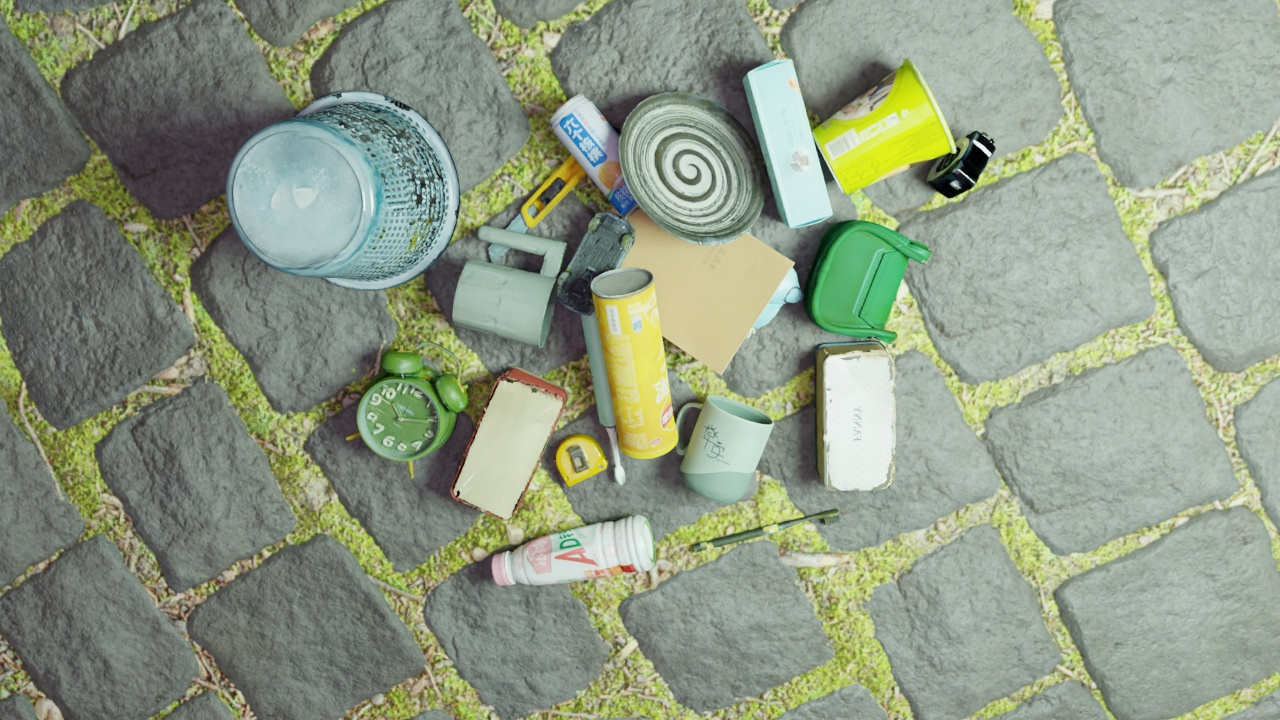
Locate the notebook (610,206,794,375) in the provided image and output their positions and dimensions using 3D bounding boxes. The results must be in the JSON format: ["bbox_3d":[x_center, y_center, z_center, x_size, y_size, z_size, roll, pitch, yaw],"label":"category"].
[{"bbox_3d":[0.044,-0.103,1.031,0.211,0.012,0.150,35,103,12],"label":"notebook"}]

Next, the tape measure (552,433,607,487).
[{"bbox_3d":[-0.074,0.119,1.111,0.060,0.029,0.057,-26,100,8],"label":"tape measure"}]

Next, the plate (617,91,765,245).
[{"bbox_3d":[0.055,-0.205,0.995,0.179,0.024,0.179,7,71,-22],"label":"plate"}]

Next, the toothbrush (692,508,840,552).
[{"bbox_3d":[0.155,0.213,1.131,0.186,0.012,0.017,-15,113,6],"label":"toothbrush"}]

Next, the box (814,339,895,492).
[{"bbox_3d":[0.249,0.059,1.069,0.090,0.061,0.184,-1,101,2],"label":"box"}]

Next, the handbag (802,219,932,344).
[{"bbox_3d":[0.250,-0.088,1.029,0.120,0.068,0.131,16,103,-2],"label":"handbag"}]

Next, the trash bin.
[{"bbox_3d":[-0.324,-0.173,0.970,0.226,0.195,0.227,1,103,3],"label":"trash bin"}]

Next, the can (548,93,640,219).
[{"bbox_3d":[-0.039,-0.222,1.001,0.053,0.053,0.134,-39,93,10],"label":"can"}]

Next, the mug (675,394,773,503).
[{"bbox_3d":[0.087,0.099,1.079,0.112,0.082,0.106,27,105,27],"label":"mug"}]

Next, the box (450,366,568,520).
[{"bbox_3d":[-0.154,0.101,1.086,0.091,0.077,0.168,24,103,-2],"label":"box"}]

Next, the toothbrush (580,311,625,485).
[{"bbox_3d":[-0.041,0.043,1.093,0.026,0.027,0.224,-15,103,-24],"label":"toothbrush"}]

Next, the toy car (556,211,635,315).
[{"bbox_3d":[-0.049,-0.109,1.034,0.054,0.036,0.120,28,91,14],"label":"toy car"}]

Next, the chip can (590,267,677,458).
[{"bbox_3d":[-0.006,0.006,1.030,0.072,0.072,0.214,-8,120,4],"label":"chip can"}]

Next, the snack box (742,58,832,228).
[{"bbox_3d":[0.159,-0.234,0.996,0.052,0.074,0.175,-17,102,5],"label":"snack box"}]

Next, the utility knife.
[{"bbox_3d":[-0.101,-0.189,1.048,0.033,0.015,0.215,45,101,-4],"label":"utility knife"}]

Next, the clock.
[{"bbox_3d":[-0.271,0.050,1.089,0.116,0.056,0.161,31,102,-6],"label":"clock"}]

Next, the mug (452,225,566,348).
[{"bbox_3d":[-0.148,-0.085,1.044,0.103,0.083,0.124,13,92,1],"label":"mug"}]

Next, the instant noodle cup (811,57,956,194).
[{"bbox_3d":[0.254,-0.241,0.981,0.124,0.111,0.111,-28,100,17],"label":"instant noodle cup"}]

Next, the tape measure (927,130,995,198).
[{"bbox_3d":[0.347,-0.210,0.998,0.033,0.066,0.065,38,74,-9],"label":"tape measure"}]

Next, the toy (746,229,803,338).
[{"bbox_3d":[0.105,-0.104,1.042,0.161,0.049,0.156,2,102,9],"label":"toy"}]

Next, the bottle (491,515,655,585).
[{"bbox_3d":[-0.083,0.239,1.122,0.197,0.068,0.068,-12,102,10],"label":"bottle"}]
